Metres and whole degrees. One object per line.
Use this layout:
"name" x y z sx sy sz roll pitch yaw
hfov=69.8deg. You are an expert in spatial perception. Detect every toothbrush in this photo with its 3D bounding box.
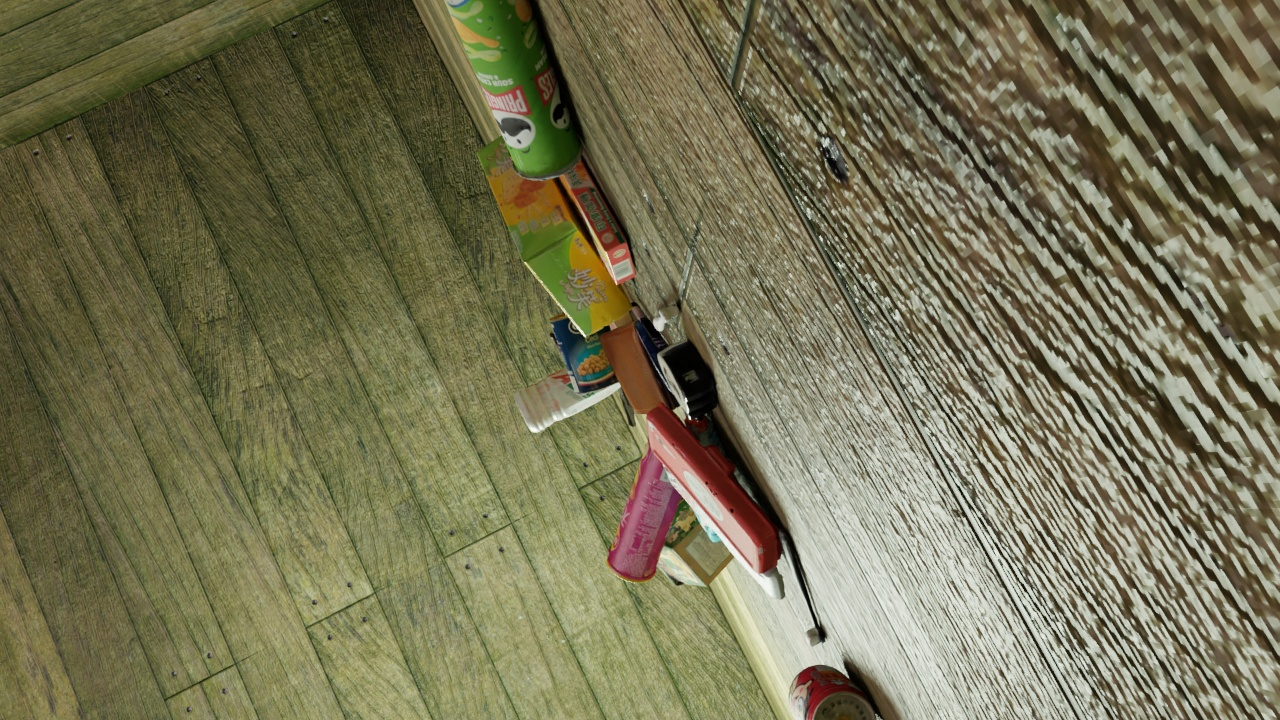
"toothbrush" 0.020 -0.023 1.016 0.189 0.014 0.017 -122 15 -53
"toothbrush" 0.154 0.222 0.885 0.015 0.018 0.181 -118 5 -53
"toothbrush" 0.023 -0.041 0.891 0.180 0.016 0.016 143 103 -88

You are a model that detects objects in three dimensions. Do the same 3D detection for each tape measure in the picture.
"tape measure" 0.043 0.016 0.854 0.066 0.033 0.066 60 173 29

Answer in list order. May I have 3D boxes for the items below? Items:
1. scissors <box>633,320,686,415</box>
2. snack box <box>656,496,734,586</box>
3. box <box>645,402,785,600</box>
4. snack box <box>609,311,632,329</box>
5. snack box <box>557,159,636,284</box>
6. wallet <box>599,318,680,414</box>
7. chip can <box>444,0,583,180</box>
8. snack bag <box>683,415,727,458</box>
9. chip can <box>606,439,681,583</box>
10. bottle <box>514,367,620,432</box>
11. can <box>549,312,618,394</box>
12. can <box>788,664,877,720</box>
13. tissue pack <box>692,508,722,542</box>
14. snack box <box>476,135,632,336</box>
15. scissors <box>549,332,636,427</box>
"scissors" 0.034 0.025 1.073 0.174 0.012 0.162 62 -179 15
"snack box" 0.079 0.261 1.313 0.117 0.118 0.106 49 167 -15
"box" 0.077 0.150 0.952 0.201 0.039 0.158 47 158 36
"snack box" -0.035 -0.071 1.278 0.084 0.026 0.157 57 172 51
"snack box" -0.053 -0.161 0.963 0.155 0.027 0.077 62 177 22
"wallet" 0.000 0.011 1.169 0.124 0.032 0.101 65 156 -6
"chip can" -0.117 -0.270 0.806 0.072 0.072 0.236 60 174 40
"snack bag" 0.072 0.090 0.976 0.104 0.026 0.048 65 174 -25
"chip can" 0.016 0.193 1.227 0.071 0.071 0.211 -123 45 -55
"bottle" -0.084 0.036 1.344 0.068 0.197 0.068 63 175 10
"can" -0.069 -0.016 1.238 0.075 0.075 0.111 -142 32 -80
"can" 0.181 0.331 0.868 0.066 0.066 0.094 63 175 3
"tissue pack" 0.085 0.167 1.114 0.093 0.050 0.133 61 175 20
"snack box" -0.100 -0.152 1.062 0.158 0.070 0.210 53 -171 -51
"scissors" -0.044 0.005 1.430 0.225 0.015 0.188 34 -139 -14
